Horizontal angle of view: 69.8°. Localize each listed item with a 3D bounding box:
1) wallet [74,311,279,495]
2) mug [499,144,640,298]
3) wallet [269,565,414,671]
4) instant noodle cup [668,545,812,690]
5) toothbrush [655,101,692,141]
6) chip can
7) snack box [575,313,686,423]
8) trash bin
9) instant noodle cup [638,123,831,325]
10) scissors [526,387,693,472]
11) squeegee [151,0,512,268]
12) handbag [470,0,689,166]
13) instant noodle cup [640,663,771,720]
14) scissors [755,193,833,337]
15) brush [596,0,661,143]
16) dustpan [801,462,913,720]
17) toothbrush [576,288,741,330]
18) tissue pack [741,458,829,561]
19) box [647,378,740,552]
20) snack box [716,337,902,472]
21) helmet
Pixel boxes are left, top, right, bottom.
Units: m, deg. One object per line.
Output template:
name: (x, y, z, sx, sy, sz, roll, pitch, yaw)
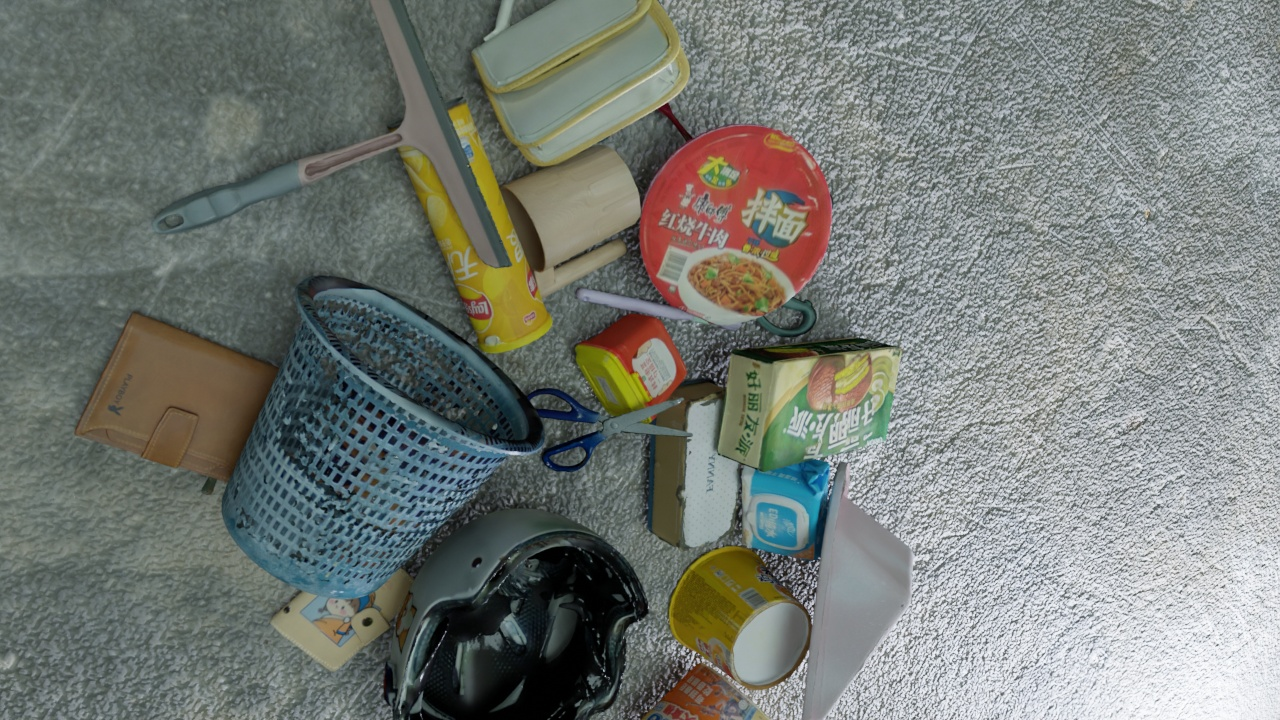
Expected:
wallet: (-0.373, 0.039, 0.749, 0.130, 0.035, 0.119, 26, 85, -31)
mug: (-0.062, -0.124, 0.841, 0.103, 0.084, 0.125, -29, 140, -19)
wallet: (-0.272, 0.230, 0.860, 0.115, 0.024, 0.087, -43, 114, -12)
instant noodle cup: (0.118, 0.293, 1.029, 0.137, 0.110, 0.138, -8, 108, -27)
toothbrush: (0.063, -0.197, 0.908, 0.016, 0.017, 0.187, -46, 117, -5)
chip can: (-0.145, -0.114, 0.799, 0.072, 0.072, 0.213, -27, 114, -19)
snack box: (-0.005, 0.005, 0.902, 0.080, 0.082, 0.091, -41, 119, -23)
trash bin: (-0.224, 0.074, 0.745, 0.226, 0.226, 0.195, 32, 101, -31)
instant noodle cup: (0.085, -0.136, 0.893, 0.193, 0.066, 0.194, -5, 114, -13)
scissors: (-0.036, 0.068, 0.884, 0.165, 0.012, 0.157, 26, 122, 5)
squeegee: (-0.263, -0.150, 0.723, 0.249, 0.040, 0.248, -20, 112, 0)
handbag: (-0.065, -0.275, 0.769, 0.163, 0.063, 0.178, -28, 79, 6)
instant noodle cup: (0.077, 0.422, 1.030, 0.111, 0.151, 0.151, -47, 120, -18)
scissors: (0.152, -0.099, 0.984, 0.170, 0.019, 0.180, -32, 114, -16)
brush: (-0.019, -0.261, 0.818, 0.055, 0.073, 0.144, 22, 95, -44)
dustpan: (0.209, 0.261, 1.045, 0.139, 0.222, 0.274, 35, 103, 9)
toothbrush: (0.021, -0.053, 0.932, 0.189, 0.021, 0.029, 8, 132, -28)
tissue pack: (0.156, 0.159, 0.997, 0.063, 0.090, 0.140, -60, 153, -43)
box: (0.058, 0.103, 0.967, 0.089, 0.059, 0.184, -8, 106, -38)
snack box: (0.186, 0.041, 0.982, 0.239, 0.063, 0.114, -5, 107, -45)
helmet: (-0.133, 0.252, 0.861, 0.229, 0.157, 0.274, 11, 109, -34)
